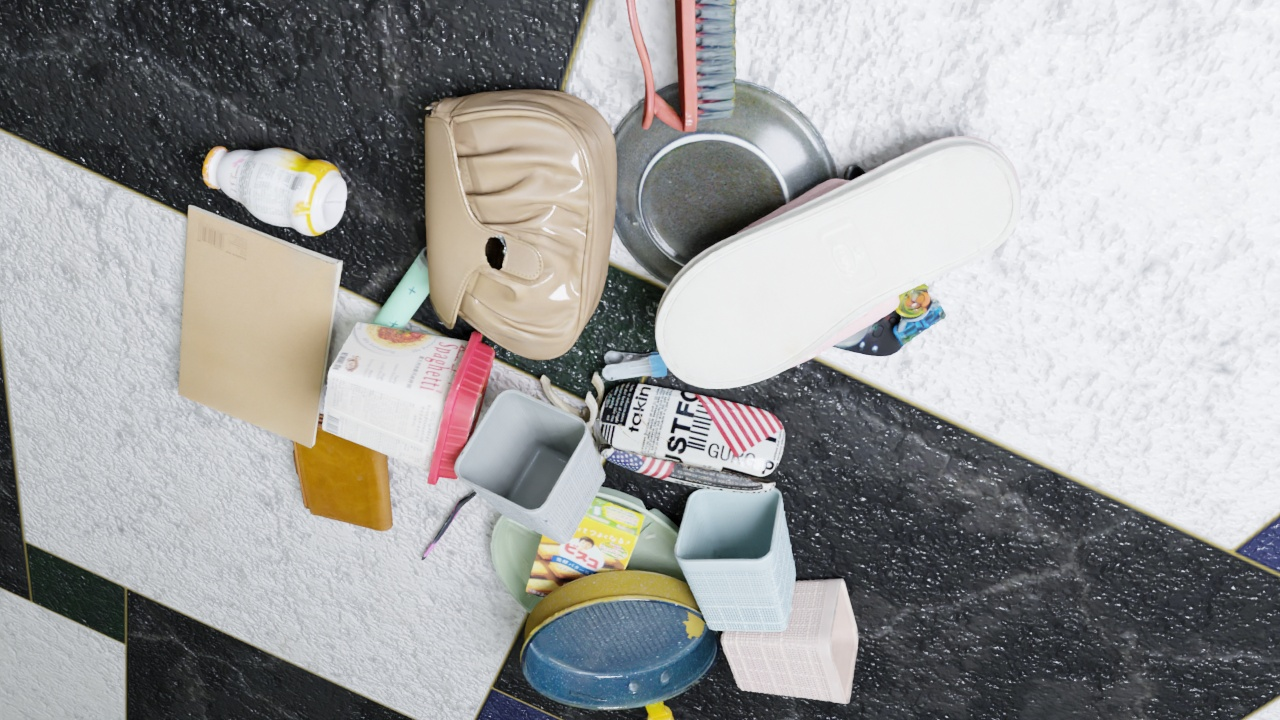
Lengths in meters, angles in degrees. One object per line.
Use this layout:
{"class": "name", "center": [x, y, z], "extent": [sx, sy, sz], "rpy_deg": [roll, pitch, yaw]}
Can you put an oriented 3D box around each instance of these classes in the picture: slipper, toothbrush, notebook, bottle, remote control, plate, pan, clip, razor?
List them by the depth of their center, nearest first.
{"class": "slipper", "center": [0.130, -0.067, 0.649], "extent": [0.275, 0.054, 0.114], "rpy_deg": [-30, 104, 23]}
{"class": "razor", "center": [0.183, -0.079, 0.668], "extent": [0.042, 0.022, 0.143], "rpy_deg": [-33, 109, -7]}
{"class": "plate", "center": [0.056, -0.119, 0.684], "extent": [0.179, 0.024, 0.180], "rpy_deg": [9, 127, 11]}
{"class": "remote control", "center": [0.141, -0.039, 0.708], "extent": [0.136, 0.024, 0.053], "rpy_deg": [16, 120, -7]}
{"class": "bottle", "center": [-0.300, -0.144, 0.752], "extent": [0.108, 0.063, 0.063], "rpy_deg": [17, 128, 4]}
{"class": "clip", "center": [-0.005, 0.003, 0.797], "extent": [0.057, 0.028, 0.024], "rpy_deg": [-3, 126, 9]}
{"class": "clip", "center": [-0.066, 0.050, 0.837], "extent": [0.098, 0.035, 0.100], "rpy_deg": [17, 135, -1]}
{"class": "toothbrush", "center": [-0.236, -0.025, 0.840], "extent": [0.027, 0.026, 0.225], "rpy_deg": [22, 132, -29]}
{"class": "notebook", "center": [-0.367, -0.027, 0.870], "extent": [0.149, 0.012, 0.212], "rpy_deg": [21, 119, 3]}
{"class": "plate", "center": [-0.043, 0.213, 0.950], "extent": [0.230, 0.027, 0.231], "rpy_deg": [9, 126, 12]}
{"class": "pan", "center": [0.007, 0.349, 0.954], "extent": [0.198, 0.078, 0.358], "rpy_deg": [-17, 130, 9]}
{"class": "toothbrush", "center": [-0.200, 0.162, 0.971], "extent": [0.018, 0.014, 0.190], "rpy_deg": [39, 127, 0]}

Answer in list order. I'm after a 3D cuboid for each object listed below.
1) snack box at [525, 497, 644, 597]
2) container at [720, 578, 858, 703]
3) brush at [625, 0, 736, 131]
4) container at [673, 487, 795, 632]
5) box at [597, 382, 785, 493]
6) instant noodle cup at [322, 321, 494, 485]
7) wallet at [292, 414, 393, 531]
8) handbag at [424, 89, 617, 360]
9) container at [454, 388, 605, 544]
{"class": "snack box", "center": [-0.056, 0.191, 0.900], "extent": [0.087, 0.033, 0.141], "rpy_deg": [21, 126, 1]}
{"class": "container", "center": [0.145, 0.271, 0.896], "extent": [0.111, 0.090, 0.090], "rpy_deg": [-6, 122, 25]}
{"class": "brush", "center": [0.026, -0.219, 0.593], "extent": [0.069, 0.063, 0.146], "rpy_deg": [-4, 124, 0]}
{"class": "container", "center": [0.093, 0.189, 0.852], "extent": [0.090, 0.089, 0.111], "rpy_deg": [-5, 125, 21]}
{"class": "box", "center": [0.044, 0.074, 0.819], "extent": [0.162, 0.075, 0.085], "rpy_deg": [10, 160, 6]}
{"class": "instant noodle cup", "center": [-0.203, 0.030, 0.804], "extent": [0.124, 0.116, 0.117], "rpy_deg": [16, 128, -7]}
{"class": "wallet", "center": [-0.320, 0.116, 0.961], "extent": [0.119, 0.035, 0.131], "rpy_deg": [12, 124, 11]}
{"class": "handbag", "center": [-0.097, -0.100, 0.697], "extent": [0.148, 0.099, 0.205], "rpy_deg": [14, 124, 11]}
{"class": "container", "center": [-0.089, 0.098, 0.801], "extent": [0.090, 0.090, 0.114], "rpy_deg": [22, 158, 21]}
